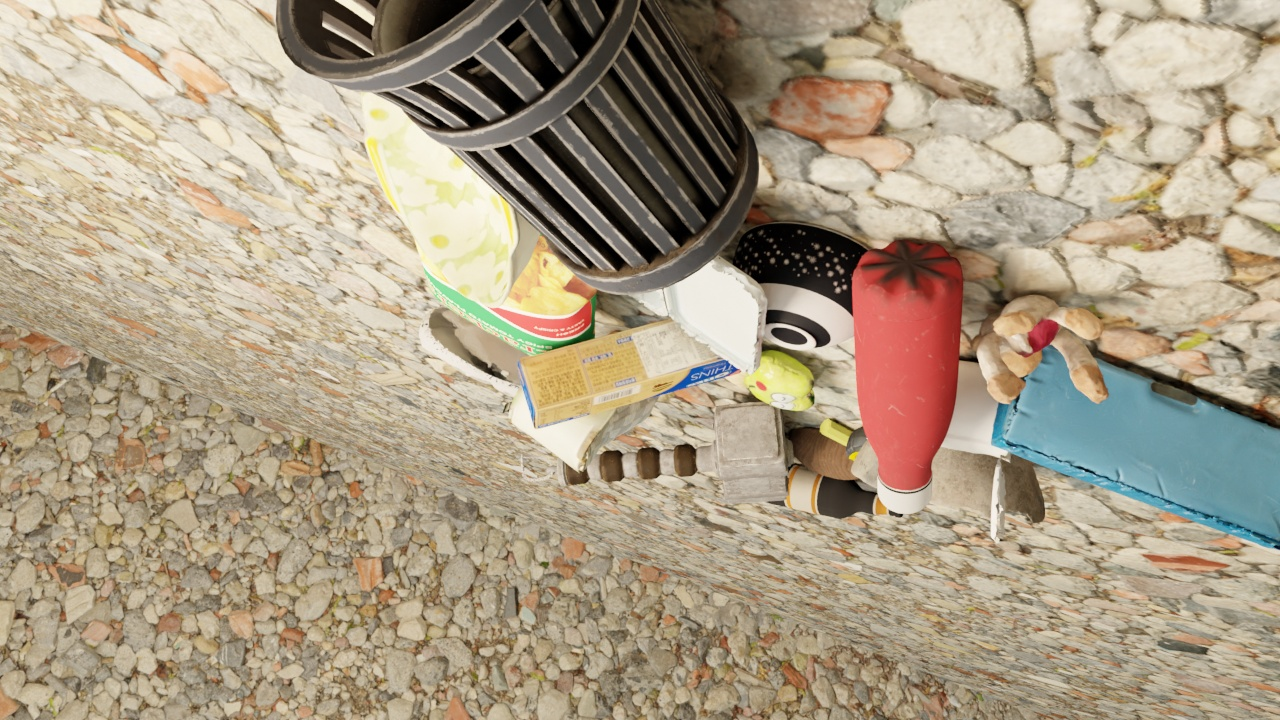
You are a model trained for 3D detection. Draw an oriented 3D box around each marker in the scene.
[{"bbox_3d":[0.258,0.099,1.056,0.123,0.017,0.021,27,-166,-22],"label":"marker"}]

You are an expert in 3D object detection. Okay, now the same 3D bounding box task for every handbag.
[{"bbox_3d":[-0.051,0.033,1.012,0.112,0.171,0.124,34,126,18],"label":"handbag"}]

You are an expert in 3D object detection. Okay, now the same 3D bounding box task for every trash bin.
[{"bbox_3d":[-0.041,-0.144,0.478,0.164,0.164,0.227,8,162,32],"label":"trash bin"}]

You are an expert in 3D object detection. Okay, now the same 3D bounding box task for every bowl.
[{"bbox_3d":[0.124,-0.047,0.711,0.120,0.066,0.120,18,161,6],"label":"bowl"},{"bbox_3d":[-0.124,-0.135,0.654,0.219,0.060,0.188,20,134,50],"label":"bowl"},{"bbox_3d":[0.297,0.091,0.875,0.178,0.081,0.178,12,-177,-1],"label":"bowl"},{"bbox_3d":[0.233,0.119,1.118,0.118,0.030,0.118,18,161,6],"label":"bowl"}]

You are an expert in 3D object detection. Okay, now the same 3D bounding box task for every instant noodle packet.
[{"bbox_3d":[-0.121,-0.074,0.834,0.195,0.090,0.253,30,158,8],"label":"instant noodle packet"}]

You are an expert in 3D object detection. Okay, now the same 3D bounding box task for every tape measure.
[{"bbox_3d":[0.262,0.095,1.008,0.064,0.037,0.066,21,159,-3],"label":"tape measure"}]

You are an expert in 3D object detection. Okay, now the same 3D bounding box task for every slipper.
[{"bbox_3d":[-0.155,0.006,1.118,0.246,0.112,0.075,26,121,-26],"label":"slipper"}]

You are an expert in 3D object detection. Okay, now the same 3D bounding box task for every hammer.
[{"bbox_3d":[0.020,0.123,1.107,0.326,0.079,0.177,-5,157,8],"label":"hammer"}]

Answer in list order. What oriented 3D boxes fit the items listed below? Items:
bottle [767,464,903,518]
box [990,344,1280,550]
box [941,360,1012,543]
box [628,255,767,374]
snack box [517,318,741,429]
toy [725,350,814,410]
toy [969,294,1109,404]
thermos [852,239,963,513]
[{"bbox_3d":[0.257,0.178,1.212,0.182,0.059,0.059,8,158,32],"label":"bottle"},{"bbox_3d":[0.391,0.062,0.699,0.231,0.093,0.052,21,162,0],"label":"box"},{"bbox_3d":[0.261,0.071,0.771,0.106,0.150,0.080,7,159,28],"label":"box"},{"bbox_3d":[0.021,-0.068,0.720,0.189,0.037,0.209,32,170,15],"label":"box"},{"bbox_3d":[-0.005,0.005,0.835,0.206,0.056,0.057,-15,159,-12],"label":"snack box"},{"bbox_3d":[0.121,0.013,0.919,0.115,0.046,0.092,23,166,18],"label":"toy"},{"bbox_3d":[0.268,-0.009,0.655,0.085,0.074,0.106,-12,-168,-3],"label":"toy"},{"bbox_3d":[0.200,0.026,0.691,0.073,0.073,0.240,11,134,27],"label":"thermos"}]
